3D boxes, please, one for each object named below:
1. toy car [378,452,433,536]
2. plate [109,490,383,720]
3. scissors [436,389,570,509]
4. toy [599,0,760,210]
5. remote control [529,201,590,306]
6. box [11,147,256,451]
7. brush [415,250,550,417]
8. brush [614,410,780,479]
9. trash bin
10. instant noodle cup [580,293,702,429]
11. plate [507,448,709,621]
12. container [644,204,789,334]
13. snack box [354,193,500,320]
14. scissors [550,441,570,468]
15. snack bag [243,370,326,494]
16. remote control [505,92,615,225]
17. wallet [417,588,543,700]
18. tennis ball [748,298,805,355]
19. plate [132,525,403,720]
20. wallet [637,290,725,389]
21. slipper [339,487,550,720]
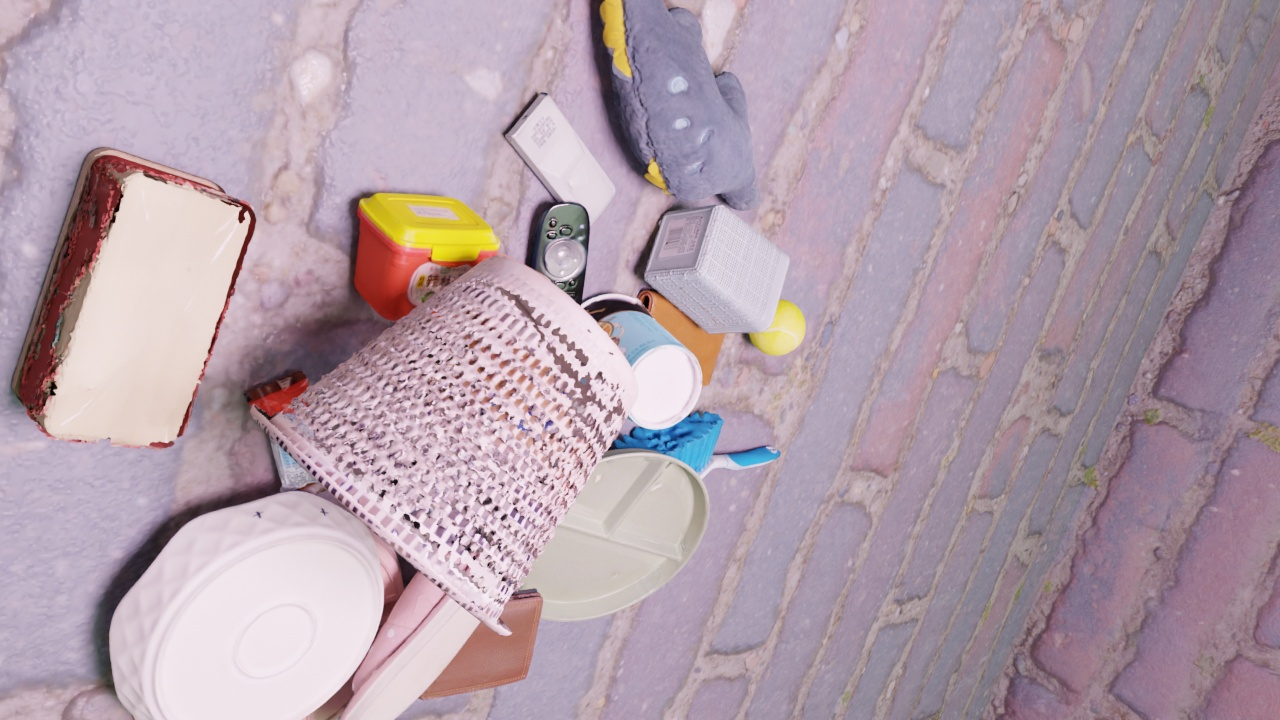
[{"bbox_3d":[-0.197,0.113,0.778,0.034,0.043,0.091,-59,152,-49],"label":"toy car"},{"bbox_3d":[-0.281,0.200,0.689,0.204,0.045,0.205,-23,125,-37],"label":"plate"},{"bbox_3d":[-0.132,0.056,0.838,0.175,0.012,0.163,-22,127,-36],"label":"scissors"},{"bbox_3d":[0.039,-0.222,0.819,0.356,0.092,0.137,49,46,-49],"label":"toy"},{"bbox_3d":[-0.075,-0.076,0.812,0.053,0.024,0.137,-2,115,-26],"label":"remote control"},{"bbox_3d":[-0.305,-0.033,0.556,0.091,0.077,0.168,15,99,-50],"label":"box"},{"bbox_3d":[-0.134,-0.017,0.762,0.145,0.063,0.073,-61,170,0],"label":"brush"},{"bbox_3d":[0.078,0.106,1.060,0.313,0.060,0.110,-18,124,-45],"label":"brush"},{"bbox_3d":[-0.115,0.044,0.637,0.191,0.228,0.227,-48,138,-15],"label":"trash bin"},{"bbox_3d":[-0.005,0.005,0.840,0.111,0.120,0.111,-9,112,-25],"label":"instant noodle cup"},{"bbox_3d":[-0.037,0.179,0.940,0.230,0.027,0.231,-13,128,-17],"label":"plate"},{"bbox_3d":[0.073,-0.090,0.897,0.111,0.090,0.090,33,67,-41],"label":"container"},{"bbox_3d":[-0.164,-0.076,0.685,0.091,0.082,0.080,-6,128,-44],"label":"snack box"},{"bbox_3d":[-0.059,0.128,0.943,0.137,0.017,0.093,27,80,-56],"label":"scissors"},{"bbox_3d":[-0.262,0.061,0.691,0.048,0.026,0.104,-23,127,-28],"label":"snack bag"},{"bbox_3d":[-0.064,-0.167,0.780,0.049,0.024,0.125,-54,139,-11],"label":"remote control"},{"bbox_3d":[-0.160,0.275,0.901,0.124,0.032,0.101,1,111,-33],"label":"wallet"},{"bbox_3d":[0.156,-0.038,1.050,0.065,0.065,0.066,-24,126,-37],"label":"tennis ball"},{"bbox_3d":[-0.292,0.231,0.752,0.228,0.028,0.230,-23,125,-37],"label":"plate"},{"bbox_3d":[0.037,-0.015,0.963,0.131,0.031,0.108,4,105,-46],"label":"wallet"},{"bbox_3d":[-0.172,0.214,0.803,0.274,0.054,0.114,-49,163,-14],"label":"slipper"}]
